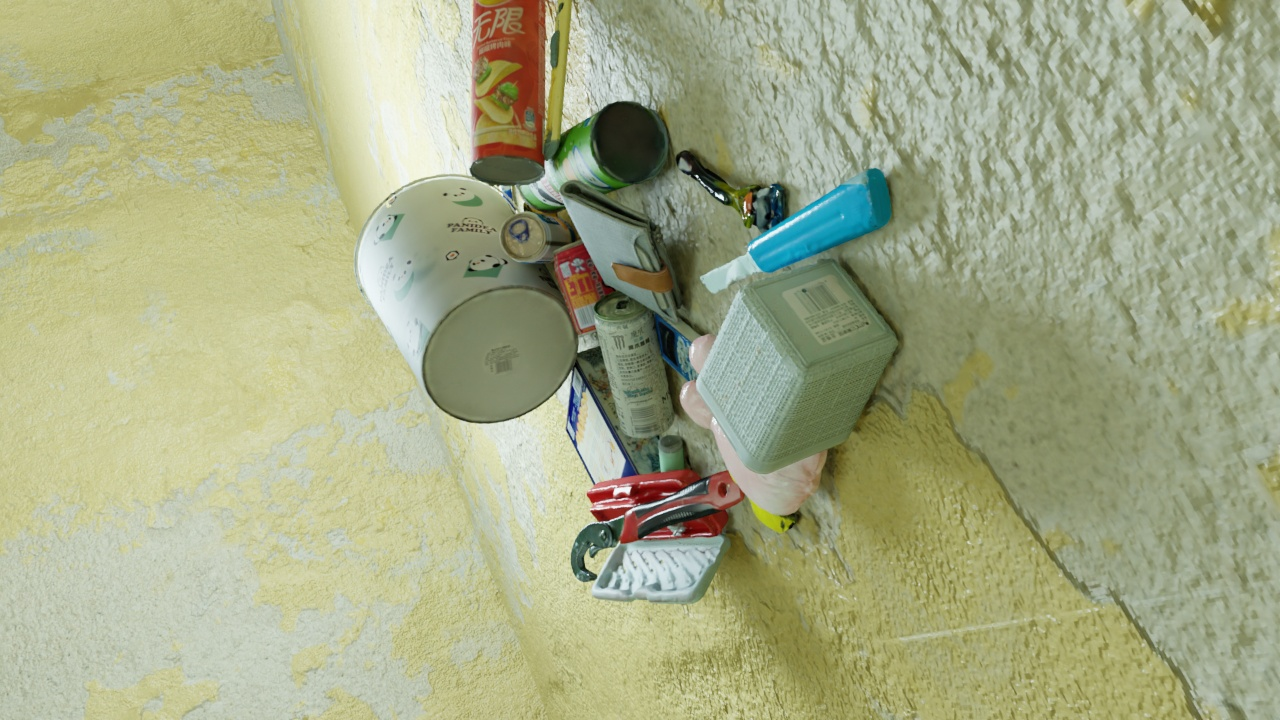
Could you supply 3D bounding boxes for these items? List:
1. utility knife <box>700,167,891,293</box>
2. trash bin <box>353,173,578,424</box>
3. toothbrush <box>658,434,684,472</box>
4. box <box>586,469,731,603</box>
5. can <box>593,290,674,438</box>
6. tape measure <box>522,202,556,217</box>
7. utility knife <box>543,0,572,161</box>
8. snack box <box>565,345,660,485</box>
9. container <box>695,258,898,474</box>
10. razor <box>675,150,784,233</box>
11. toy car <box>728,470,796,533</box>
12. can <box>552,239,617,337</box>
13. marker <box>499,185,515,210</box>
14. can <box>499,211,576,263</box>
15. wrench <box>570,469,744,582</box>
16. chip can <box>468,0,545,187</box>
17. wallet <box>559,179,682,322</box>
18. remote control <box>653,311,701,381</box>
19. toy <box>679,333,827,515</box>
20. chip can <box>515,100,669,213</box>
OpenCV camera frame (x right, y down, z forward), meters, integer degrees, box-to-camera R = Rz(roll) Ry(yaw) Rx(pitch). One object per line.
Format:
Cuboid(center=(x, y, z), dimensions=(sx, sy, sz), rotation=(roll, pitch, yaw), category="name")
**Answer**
Cuboid(center=(0.094, -0.078, 0.630), dimensions=(0.034, 0.018, 0.235), rotation=(65, 156, -2), category="utility knife")
Cuboid(center=(-0.204, -0.070, 1.102), dimensions=(0.252, 0.229, 0.230), rotation=(-128, 26, -48), category="trash bin")
Cuboid(center=(0.040, 0.175, 1.019), dimensions=(0.027, 0.026, 0.225), rotation=(10, 128, 22), category="toothbrush")
Cuboid(center=(0.002, 0.189, 0.962), dimensions=(0.110, 0.099, 0.202), rotation=(53, 147, -13), category="box")
Cuboid(center=(-0.005, 0.005, 0.915), dimensions=(0.058, 0.058, 0.147), rotation=(42, 150, 53), category="can")
Cuboid(center=(-0.124, -0.180, 1.105), dimensions=(0.057, 0.028, 0.060), rotation=(52, 154, 39), category="tape measure")
Cuboid(center=(-0.069, -0.277, 0.806), dimensions=(0.031, 0.021, 0.201), rotation=(7, 87, 57), category="utility knife")
Cuboid(center=(-0.032, 0.104, 1.111), dimensions=(0.182, 0.045, 0.178), rotation=(60, 157, 26), category="snack box")
Cuboid(center=(0.103, 0.002, 0.607), dimensions=(0.090, 0.090, 0.112), rotation=(59, 155, 27), category="container")
Cuboid(center=(0.061, -0.130, 0.685), dimensions=(0.142, 0.022, 0.043), rotation=(46, 148, 49), category="razor")
Cuboid(center=(0.099, 0.100, 0.788), dimensions=(0.105, 0.032, 0.048), rotation=(66, 160, 6), category="toy car")
Cuboid(center=(-0.048, -0.078, 0.951), dimensions=(0.067, 0.066, 0.094), rotation=(-11, 98, 70), category="can")
Cuboid(center=(-0.182, -0.260, 1.199), dimensions=(0.017, 0.016, 0.146), rotation=(46, 149, 48), category="marker")
Cuboid(center=(-0.109, -0.131, 0.991), dimensions=(0.134, 0.053, 0.053), rotation=(-35, -74, -80), category="can")
Cuboid(center=(0.008, 0.161, 0.907), dimensions=(0.274, 0.016, 0.056), rotation=(-36, 62, 43), category="wrench")
Cuboid(center=(-0.120, -0.274, 0.844), dimensions=(0.073, 0.073, 0.216), rotation=(154, 115, -70), category="chip can")
Cuboid(center=(-0.014, -0.092, 0.813), dimensions=(0.106, 0.037, 0.130), rotation=(33, 163, 32), category="wallet")
Cuboid(center=(0.045, -0.007, 0.837), dimensions=(0.125, 0.024, 0.049), rotation=(-136, 32, -58), category="remote control")
Cuboid(center=(0.088, 0.047, 0.726), dimensions=(0.159, 0.054, 0.121), rotation=(47, 140, 38), category="toy")
Cuboid(center=(-0.052, -0.184, 0.854), dimensions=(0.236, 0.072, 0.072), rotation=(8, 116, 67), category="chip can")
